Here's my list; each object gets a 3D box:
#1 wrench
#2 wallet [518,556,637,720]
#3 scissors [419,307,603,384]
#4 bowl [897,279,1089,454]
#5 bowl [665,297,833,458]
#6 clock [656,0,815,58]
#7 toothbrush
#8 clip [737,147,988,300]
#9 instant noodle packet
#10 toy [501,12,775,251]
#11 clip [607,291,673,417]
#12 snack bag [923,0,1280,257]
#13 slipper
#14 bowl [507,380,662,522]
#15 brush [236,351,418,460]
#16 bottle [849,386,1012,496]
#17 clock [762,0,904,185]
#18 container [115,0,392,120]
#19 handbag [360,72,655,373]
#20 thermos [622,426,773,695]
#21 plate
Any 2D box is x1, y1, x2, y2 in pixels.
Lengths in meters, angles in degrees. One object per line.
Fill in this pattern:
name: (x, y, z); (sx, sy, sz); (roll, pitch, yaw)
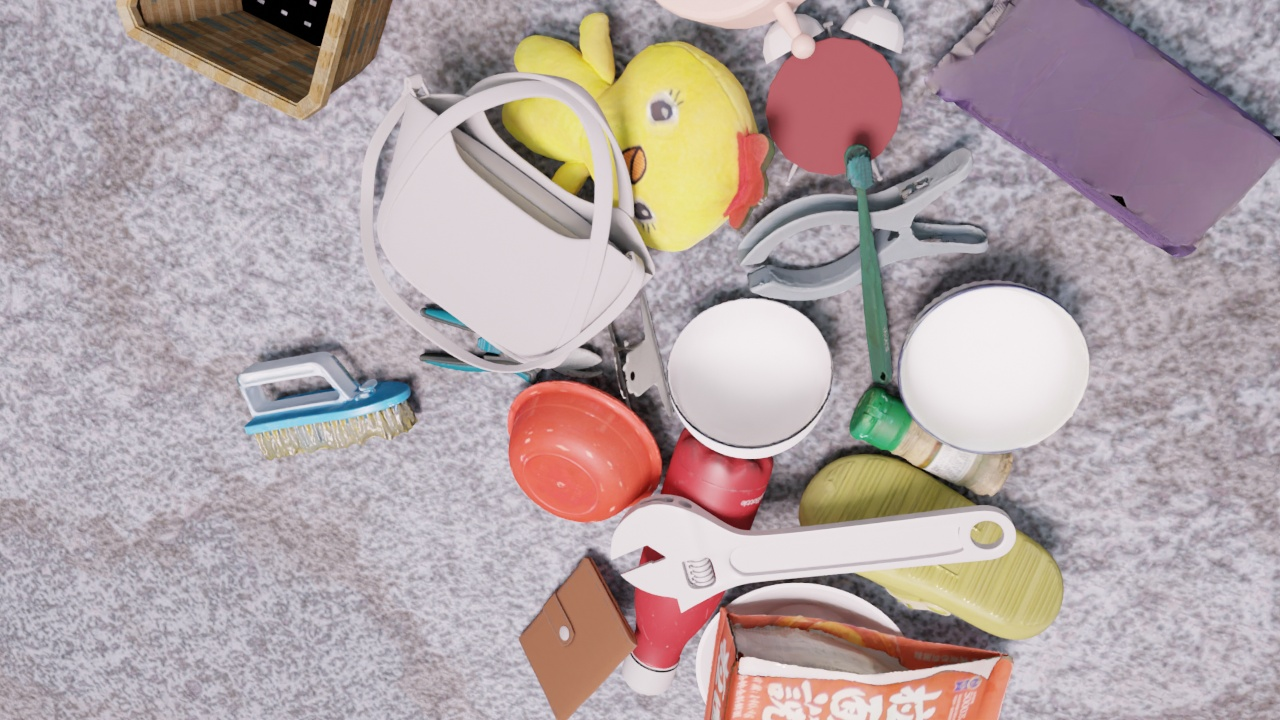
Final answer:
wrench: (0.111, 0.122, 0.632); (0.274, 0.018, 0.087); (-11, 105, 17)
wallet: (-0.055, 0.233, 0.761); (0.121, 0.013, 0.087); (-53, 54, 28)
scissors: (-0.107, -0.012, 0.712); (0.131, 0.019, 0.150); (-35, 99, 21)
bowl: (0.233, -0.002, 0.621); (0.118, 0.062, 0.118); (4, 110, 11)
bowl: (0.078, 0.018, 0.649); (0.113, 0.063, 0.113); (-3, 65, 7)
clock: (0.048, -0.268, 0.539); (0.160, 0.086, 0.131); (32, 115, 27)
toothbrush: (0.153, -0.055, 0.607); (0.016, 0.017, 0.190); (-10, 128, 11)
clip: (0.153, -0.074, 0.625); (0.163, 0.027, 0.106); (-18, 131, 19)
instant noodle packet: (0.164, 0.284, 0.711); (0.221, 0.084, 0.164); (4, 110, -2)
toy: (-0.003, -0.150, 0.606); (0.208, 0.092, 0.134); (24, 122, 13)
clip: (-0.003, 0.003, 0.684); (0.057, 0.054, 0.102); (-21, 108, -21)
snack bag: (0.284, -0.152, 0.558); (0.205, 0.058, 0.096); (34, 113, -2)
slipper: (0.209, 0.139, 0.675); (0.190, 0.082, 0.091); (25, 71, 13)
bowl: (-0.051, 0.079, 0.696); (0.130, 0.045, 0.131); (14, 131, 16)
brush: (-0.249, 0.031, 0.737); (0.136, 0.055, 0.075); (-9, 113, 14)
bottle: (0.208, 0.059, 0.659); (0.111, 0.043, 0.043); (25, 112, 1)
clock: (0.124, -0.175, 0.591); (0.087, 0.044, 0.125); (-1, 109, 12)
container: (-0.225, -0.285, 0.546); (0.157, 0.186, 0.250); (26, 113, 1)
handbag: (-0.092, -0.101, 0.594); (0.216, 0.095, 0.223); (36, 143, -2)
thermos: (0.035, 0.163, 0.717); (0.073, 0.073, 0.240); (18, 113, 5)
plate: (0.134, 0.246, 0.746); (0.174, 0.036, 0.174); (4, 110, 10)
